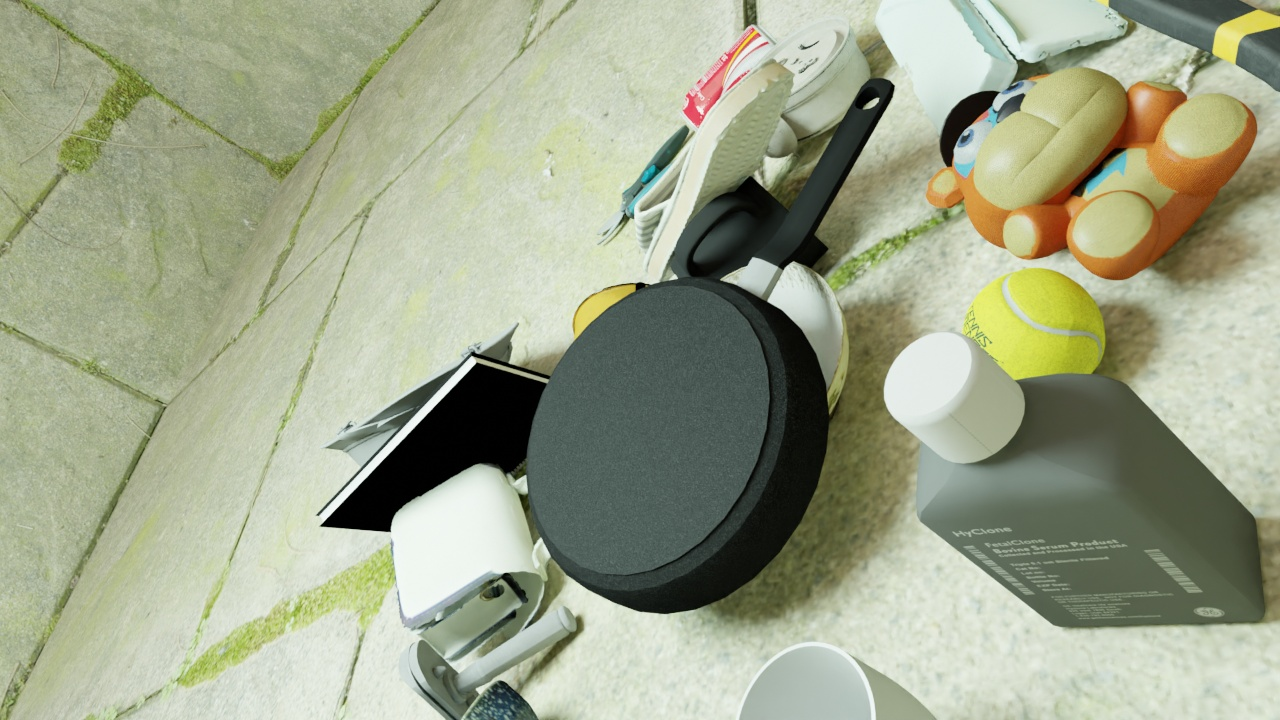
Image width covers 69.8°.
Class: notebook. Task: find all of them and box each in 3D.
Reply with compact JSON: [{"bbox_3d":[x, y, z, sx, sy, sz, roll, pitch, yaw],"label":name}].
[{"bbox_3d":[-0.155,0.081,0.785,0.207,0.149,0.016,-44,57,18],"label":"notebook"}]

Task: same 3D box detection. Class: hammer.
[{"bbox_3d":[0.274,-0.234,0.557,0.170,0.034,0.324,-23,42,-2],"label":"hammer"}]

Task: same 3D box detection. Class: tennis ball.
[{"bbox_3d":[0.195,-0.013,0.457,0.066,0.065,0.065,-35,35,30],"label":"tennis ball"}]

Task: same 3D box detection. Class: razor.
[{"bbox_3d":[-0.098,0.213,0.656,0.116,0.088,0.047,-32,32,1],"label":"razor"}]

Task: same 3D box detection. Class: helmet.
[{"bbox_3d":[-0.182,0.069,0.868,0.272,0.117,0.182,-24,10,46],"label":"helmet"}]

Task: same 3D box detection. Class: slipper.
[{"bbox_3d":[0.045,-0.133,0.676,0.114,0.054,0.273,-49,-3,-15],"label":"slipper"}]

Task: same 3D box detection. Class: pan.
[{"bbox_3d":[0.050,-0.021,0.547,0.204,0.044,0.355,30,90,45],"label":"pan"}]

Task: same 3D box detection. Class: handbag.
[{"bbox_3d":[-0.108,0.147,0.743,0.176,0.074,0.151,-33,33,-1],"label":"handbag"}]

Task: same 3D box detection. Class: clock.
[{"bbox_3d":[0.128,-0.211,0.756,0.156,0.061,0.103,-53,30,-12],"label":"clock"}]

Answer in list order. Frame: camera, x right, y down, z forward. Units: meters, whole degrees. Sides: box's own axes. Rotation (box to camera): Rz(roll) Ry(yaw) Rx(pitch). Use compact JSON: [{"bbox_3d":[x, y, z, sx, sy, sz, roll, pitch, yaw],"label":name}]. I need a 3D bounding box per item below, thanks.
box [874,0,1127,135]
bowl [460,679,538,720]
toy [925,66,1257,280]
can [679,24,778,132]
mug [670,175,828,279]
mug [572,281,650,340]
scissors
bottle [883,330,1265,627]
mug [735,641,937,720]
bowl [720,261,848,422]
[{"bbox_3d":[0.240,-0.241,0.649,0.126,0.074,0.197,-21,43,15],"label":"box"},{"bbox_3d":[-0.092,0.267,0.577,0.114,0.061,0.114,-60,-12,-22],"label":"bowl"},{"bbox_3d":[0.225,-0.102,0.489,0.112,0.096,0.176,-49,20,4],"label":"toy"},{"bbox_3d":[0.090,-0.249,0.842,0.105,0.064,0.064,-44,32,17],"label":"can"},{"bbox_3d":[0.069,-0.080,0.657,0.088,0.113,0.078,-47,57,13],"label":"mug"},{"bbox_3d":[-0.004,0.004,0.673,0.124,0.100,0.094,94,180,-51],"label":"mug"},{"bbox_3d":[0.010,-0.180,0.932,0.125,0.019,0.155,4,65,58],"label":"scissors"},{"bbox_3d":[0.155,0.048,0.345,0.084,0.174,0.046,-19,45,45],"label":"bottle"},{"bbox_3d":[0.100,0.179,0.376,0.071,0.089,0.107,-47,31,13],"label":"mug"},{"bbox_3d":[0.081,0.013,0.586,0.146,0.063,0.145,-26,48,33],"label":"bowl"}]
